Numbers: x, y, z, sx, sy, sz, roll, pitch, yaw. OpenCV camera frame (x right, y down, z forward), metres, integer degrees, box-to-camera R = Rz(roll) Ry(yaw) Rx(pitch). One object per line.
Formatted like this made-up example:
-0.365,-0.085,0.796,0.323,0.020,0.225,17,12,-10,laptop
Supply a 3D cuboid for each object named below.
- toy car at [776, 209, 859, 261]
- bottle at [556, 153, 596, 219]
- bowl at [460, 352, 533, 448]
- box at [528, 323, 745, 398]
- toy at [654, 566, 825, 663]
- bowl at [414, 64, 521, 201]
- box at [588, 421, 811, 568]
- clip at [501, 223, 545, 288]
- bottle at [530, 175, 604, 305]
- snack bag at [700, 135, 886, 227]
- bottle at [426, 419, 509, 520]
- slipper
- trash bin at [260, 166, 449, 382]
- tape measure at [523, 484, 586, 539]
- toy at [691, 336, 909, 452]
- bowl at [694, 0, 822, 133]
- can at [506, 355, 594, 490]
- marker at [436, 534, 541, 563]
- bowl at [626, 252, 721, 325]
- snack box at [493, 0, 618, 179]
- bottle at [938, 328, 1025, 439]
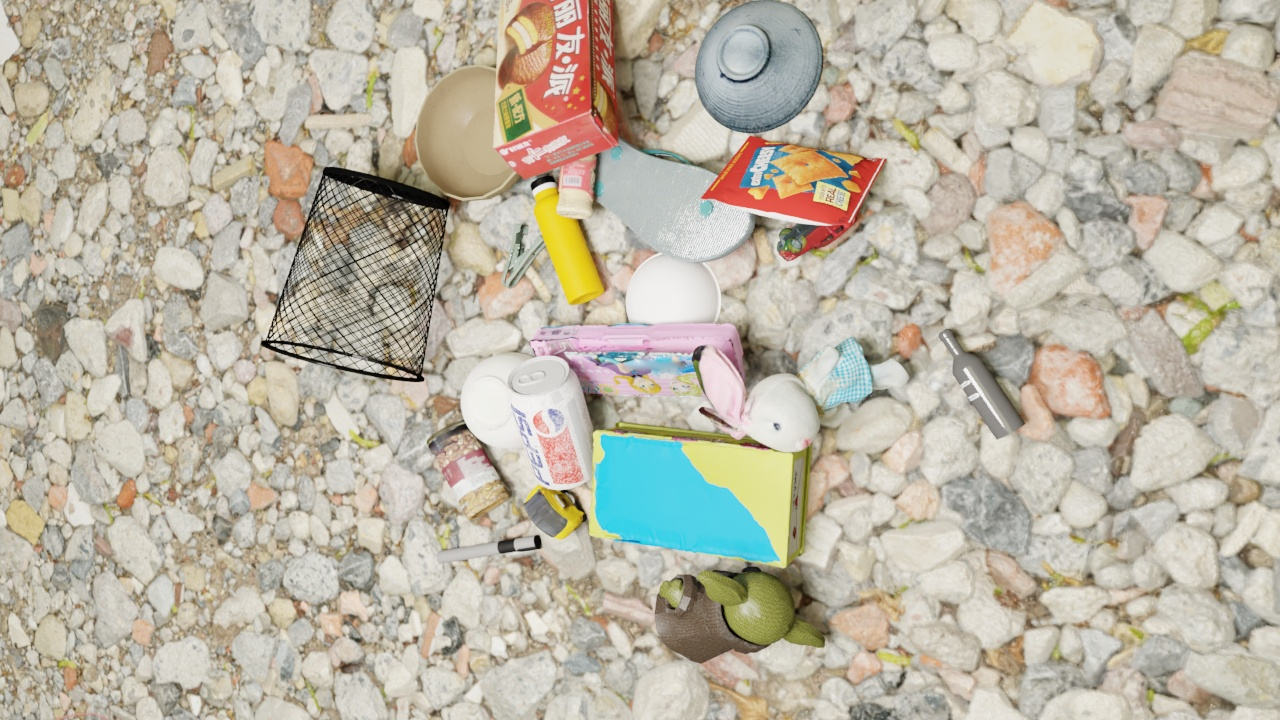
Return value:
0.176,-0.133,0.917,0.091,0.042,0.036,-34,111,14,toy car
-0.067,-0.208,0.986,0.044,0.044,0.109,6,94,22,bottle
-0.159,0.047,1.050,0.114,0.063,0.113,0,91,23,bowl
-0.006,0.007,0.975,0.231,0.053,0.085,0,130,22,box
0.085,0.252,0.923,0.153,0.179,0.078,-26,40,42,toy
-0.182,-0.257,1.056,0.152,0.050,0.152,1,92,22,bowl
0.059,0.135,0.957,0.221,0.080,0.124,3,93,25,box
-0.140,-0.117,1.059,0.059,0.023,0.076,30,100,21,clip
-0.085,-0.136,1.024,0.043,0.043,0.143,-24,82,21,bottle
0.151,-0.175,0.894,0.144,0.130,0.039,15,135,21,snack bag
-0.202,0.128,1.074,0.056,0.056,0.105,-35,79,20,bottle
0.014,-0.178,0.986,0.269,0.054,0.098,32,106,30,slipper
-0.315,-0.099,1.056,0.184,0.184,0.210,15,91,21,trash bin
-0.095,0.166,1.026,0.037,0.064,0.065,-44,77,19,tape measure
0.160,0.043,0.888,0.205,0.131,0.105,-9,53,0,toy
0.111,-0.305,0.930,0.137,0.057,0.137,1,92,23,bowl
-0.093,0.068,0.984,0.078,0.078,0.136,4,130,22,can
-0.182,0.225,1.090,0.141,0.016,0.016,-13,86,22,marker
0.027,-0.064,0.981,0.110,0.040,0.110,1,92,22,bowl
-0.089,-0.313,0.962,0.113,0.060,0.236,-15,61,22,snack box
0.318,0.019,0.869,0.030,0.030,0.113,-35,79,20,bottle
